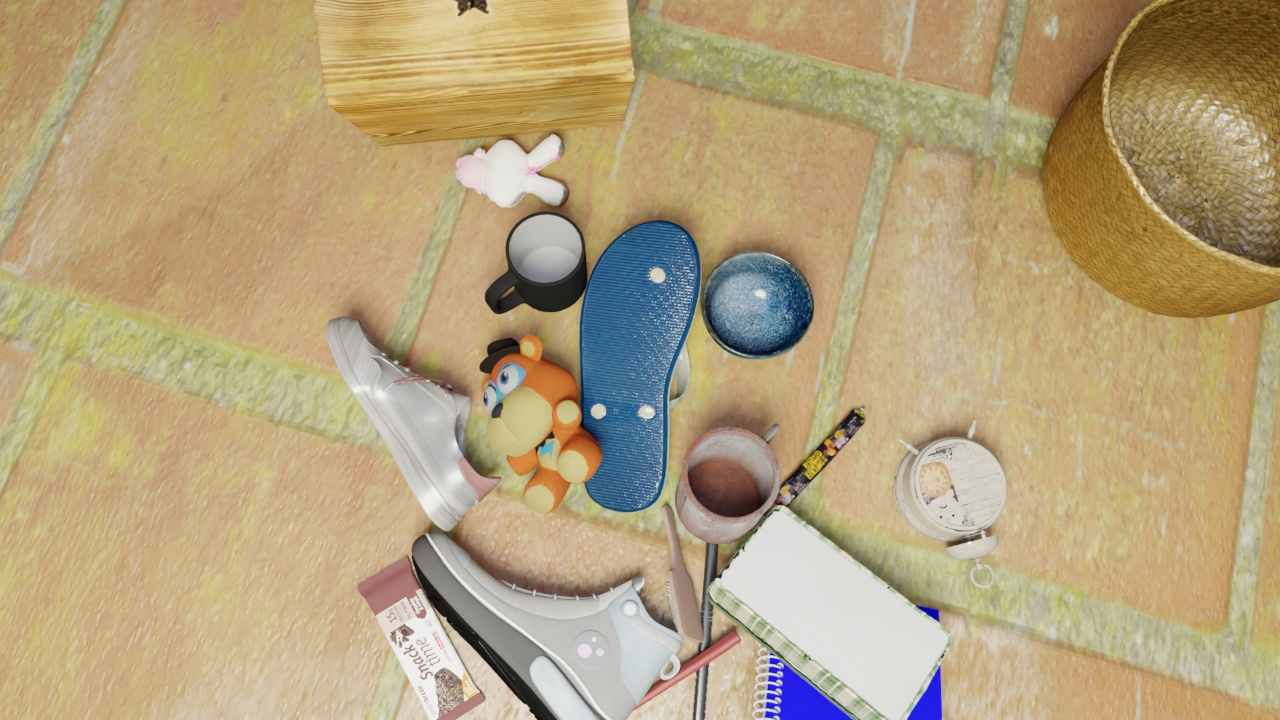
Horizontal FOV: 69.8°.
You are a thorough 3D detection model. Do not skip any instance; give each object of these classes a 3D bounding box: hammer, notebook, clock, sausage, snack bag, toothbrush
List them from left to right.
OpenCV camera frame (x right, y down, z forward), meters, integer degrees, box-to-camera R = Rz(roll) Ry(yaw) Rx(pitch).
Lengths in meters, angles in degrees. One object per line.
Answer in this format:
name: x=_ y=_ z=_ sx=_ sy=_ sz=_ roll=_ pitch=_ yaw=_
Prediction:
snack bag: x=-0.211 y=0.271 z=0.879 sx=0.057 sy=0.013 sz=0.158 roll=-30 pitch=79 yaw=-7
toothbrush: x=0.012 y=0.309 z=0.864 sx=0.190 sy=0.016 sz=0.016 roll=-32 pitch=66 yaw=-2
hammer: x=0.049 y=0.331 z=0.872 sx=0.095 sy=0.015 sz=0.324 roll=6 pitch=75 yaw=1
sausage: x=0.178 y=0.103 z=0.930 sx=0.020 sy=0.020 sz=0.155 roll=44 pitch=79 yaw=9
notebook: x=0.189 y=0.312 z=0.839 sx=0.171 sy=0.022 sz=0.208 roll=11 pitch=53 yaw=1
clock: x=0.315 y=0.144 z=0.902 sx=0.103 sy=0.061 sz=0.156 roll=-13 pitch=74 yaw=-5

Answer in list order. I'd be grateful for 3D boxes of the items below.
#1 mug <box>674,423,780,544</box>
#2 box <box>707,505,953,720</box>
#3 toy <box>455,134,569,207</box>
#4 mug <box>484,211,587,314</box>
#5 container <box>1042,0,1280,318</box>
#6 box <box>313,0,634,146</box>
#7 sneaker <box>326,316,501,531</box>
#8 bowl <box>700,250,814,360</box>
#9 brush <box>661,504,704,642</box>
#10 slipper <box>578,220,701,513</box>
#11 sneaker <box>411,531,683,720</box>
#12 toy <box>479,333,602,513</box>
mug: x=0.090 y=0.111 z=0.878 sx=0.096 sy=0.110 sz=0.122 roll=44 pitch=72 yaw=9
box: x=0.172 y=0.237 z=0.848 sx=0.205 sy=0.051 sz=0.117 roll=35 pitch=59 yaw=16
toy: x=-0.138 y=-0.203 z=0.990 sx=0.122 sy=0.038 sz=0.079 roll=1 pitch=88 yaw=-2
mug: x=-0.108 y=-0.088 z=0.935 sx=0.113 sy=0.088 sz=0.078 roll=-36 pitch=79 yaw=-10
container: x=0.571 y=-0.197 z=0.928 sx=0.307 sy=0.197 sz=0.306 roll=1 pitch=76 yaw=-3
box: x=-0.163 y=-0.403 z=0.929 sx=0.279 sy=0.286 sz=0.336 roll=-7 pitch=92 yaw=-4
sneaker: x=-0.214 y=0.045 z=0.896 sx=0.089 sy=0.099 sz=0.236 roll=-32 pitch=86 yaw=-8
bowl: x=0.115 y=-0.049 z=0.946 sx=0.114 sy=0.061 sz=0.114 roll=1 pitch=74 yaw=-3
brush: x=0.033 y=0.204 z=0.884 sx=0.015 sy=0.050 sz=0.135 roll=-23 pitch=57 yaw=19
slipper: x=-0.006 y=0.005 z=0.932 sx=0.118 sy=0.060 sz=0.295 roll=6 pitch=89 yaw=5
sneaker: x=-0.086 y=0.227 z=0.865 sx=0.160 sy=0.093 sz=0.256 roll=-39 pitch=73 yaw=-25
toy: x=-0.100 y=0.055 z=0.892 sx=0.096 sy=0.112 sz=0.176 roll=5 pitch=50 yaw=-41
